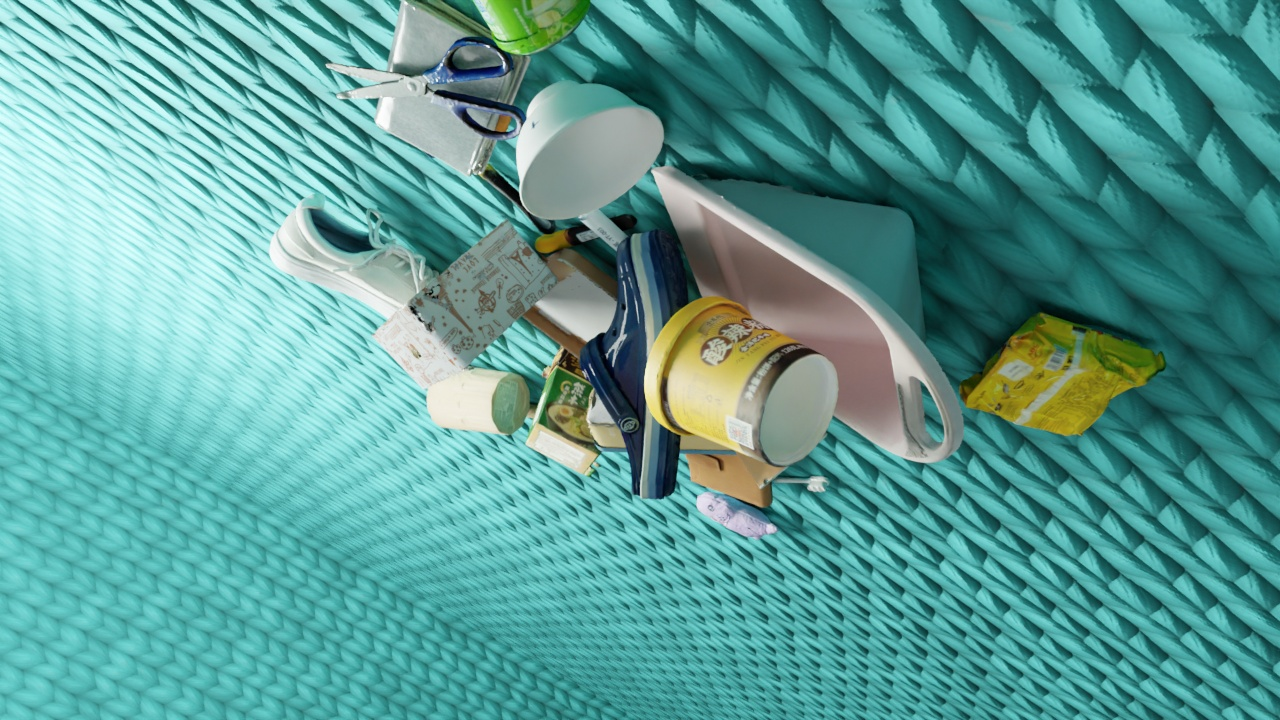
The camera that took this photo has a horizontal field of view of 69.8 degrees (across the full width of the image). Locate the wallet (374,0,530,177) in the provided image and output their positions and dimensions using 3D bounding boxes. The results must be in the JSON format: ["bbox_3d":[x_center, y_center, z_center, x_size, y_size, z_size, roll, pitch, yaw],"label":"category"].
[{"bbox_3d":[-0.150,-0.215,0.727,0.106,0.036,0.130,29,140,-7],"label":"wallet"}]

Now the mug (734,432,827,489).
[{"bbox_3d":[0.101,0.046,0.838,0.122,0.078,0.078,51,154,10],"label":"mug"}]

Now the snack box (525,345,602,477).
[{"bbox_3d":[-0.073,0.060,1.054,0.117,0.105,0.118,28,151,-3],"label":"snack box"}]

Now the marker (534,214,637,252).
[{"bbox_3d":[-0.051,-0.117,0.839,0.124,0.015,0.018,-7,139,42],"label":"marker"}]

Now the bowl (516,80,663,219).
[{"bbox_3d":[-0.049,-0.168,0.684,0.064,0.118,0.118,60,159,19],"label":"bowl"}]

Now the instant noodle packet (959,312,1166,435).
[{"bbox_3d":[0.324,0.012,0.719,0.111,0.044,0.129,16,154,4],"label":"instant noodle packet"}]

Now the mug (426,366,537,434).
[{"bbox_3d":[-0.196,0.055,1.187,0.104,0.084,0.124,6,170,30],"label":"mug"}]

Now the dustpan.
[{"bbox_3d":[0.124,-0.024,0.722,0.274,0.138,0.223,7,147,30],"label":"dustpan"}]

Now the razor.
[{"bbox_3d":[-0.129,-0.161,0.821,0.043,0.022,0.142,-44,120,14],"label":"razor"}]

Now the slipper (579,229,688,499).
[{"bbox_3d":[-0.005,0.005,0.811,0.095,0.105,0.253,0,114,4],"label":"slipper"}]

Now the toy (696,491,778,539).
[{"bbox_3d":[0.123,0.204,1.207,0.108,0.038,0.084,24,158,0],"label":"toy"}]

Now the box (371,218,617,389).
[{"bbox_3d":[-0.127,-0.021,0.889,0.226,0.156,0.181,36,157,-20],"label":"box"}]

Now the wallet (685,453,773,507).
[{"bbox_3d":[0.102,0.115,1.073,0.108,0.031,0.132,16,143,23],"label":"wallet"}]

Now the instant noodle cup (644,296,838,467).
[{"bbox_3d":[0.083,0.021,0.728,0.114,0.118,0.118,27,160,44],"label":"instant noodle cup"}]

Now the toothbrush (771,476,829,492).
[{"bbox_3d":[0.149,0.148,1.115,0.180,0.016,0.016,-4,133,43],"label":"toothbrush"}]

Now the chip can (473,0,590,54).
[{"bbox_3d":[-0.106,-0.286,0.539,0.073,0.072,0.221,4,145,35],"label":"chip can"}]

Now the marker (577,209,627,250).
[{"bbox_3d":[-0.009,-0.100,0.813,0.023,0.018,0.130,-30,133,25],"label":"marker"}]

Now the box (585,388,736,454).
[{"bbox_3d":[0.027,0.046,0.934,0.184,0.089,0.059,0,146,18],"label":"box"}]

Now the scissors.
[{"bbox_3d":[-0.165,-0.216,0.696,0.171,0.012,0.141,29,140,-6],"label":"scissors"}]

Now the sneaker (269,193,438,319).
[{"bbox_3d":[-0.263,-0.098,0.981,0.242,0.089,0.091,27,123,-26],"label":"sneaker"}]
